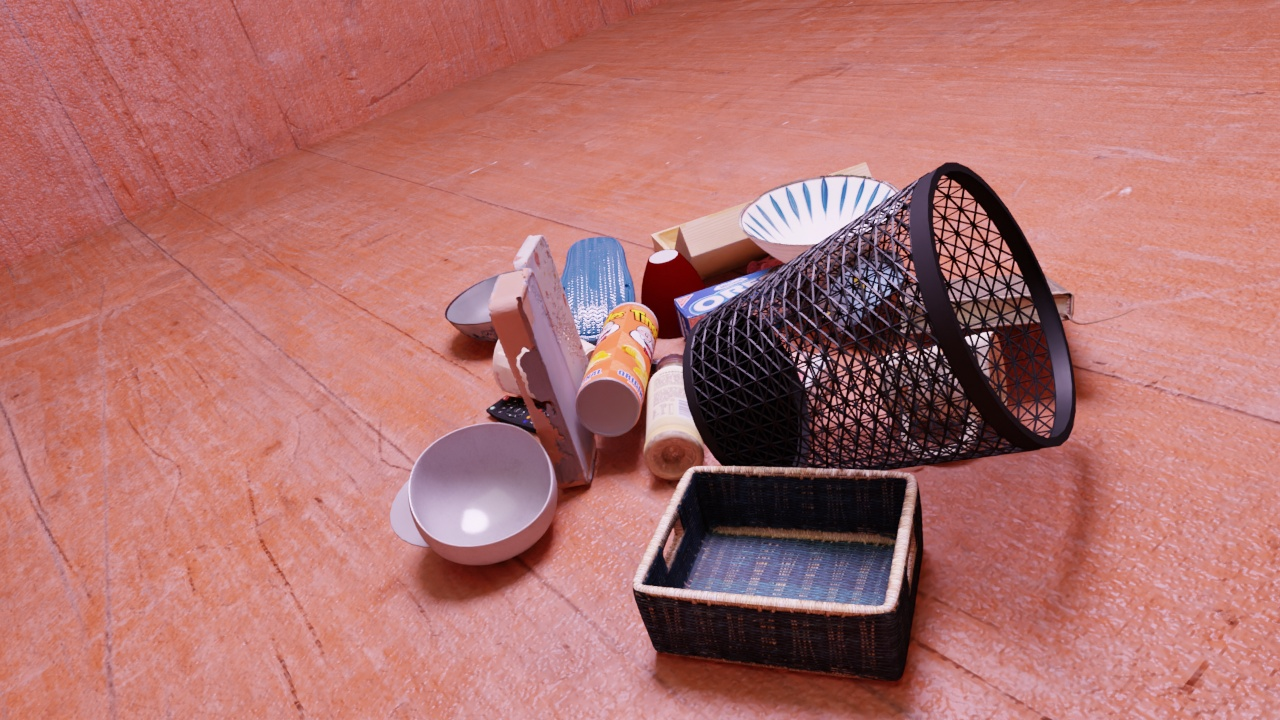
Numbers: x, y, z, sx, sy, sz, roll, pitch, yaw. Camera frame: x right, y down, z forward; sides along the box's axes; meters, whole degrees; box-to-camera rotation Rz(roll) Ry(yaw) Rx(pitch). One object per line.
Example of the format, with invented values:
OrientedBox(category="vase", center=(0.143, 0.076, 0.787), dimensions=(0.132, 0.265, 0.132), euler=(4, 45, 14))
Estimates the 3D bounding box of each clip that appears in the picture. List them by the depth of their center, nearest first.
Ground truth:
OrientedBox(category="clip", center=(0.162, -0.124, 1.186), dimensions=(0.057, 0.022, 0.035), euler=(-30, 27, -35))

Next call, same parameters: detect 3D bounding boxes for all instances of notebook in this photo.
OrientedBox(category="notebook", center=(0.350, -0.060, 0.890), dimensions=(0.190, 0.034, 0.215), euler=(-3, 9, 19))

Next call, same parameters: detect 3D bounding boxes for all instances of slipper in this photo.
OrientedBox(category="slipper", center=(-0.056, -0.090, 1.201), dimensions=(0.104, 0.059, 0.213), euler=(-3, 42, 4))

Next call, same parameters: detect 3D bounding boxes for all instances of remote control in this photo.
OrientedBox(category="remote control", center=(-0.121, 0.063, 1.012), dimensions=(0.125, 0.010, 0.039), euler=(15, 41, 43))

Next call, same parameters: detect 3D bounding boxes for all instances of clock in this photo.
OrientedBox(category="clock", center=(0.242, -0.077, 0.993), dimensions=(0.089, 0.051, 0.124), euler=(-49, -10, 37))

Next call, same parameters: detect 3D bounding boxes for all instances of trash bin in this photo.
OrientedBox(category="trash bin", center=(0.178, -0.005, 0.737), dimensions=(0.244, 0.217, 0.216), euler=(-24, 19, 40))

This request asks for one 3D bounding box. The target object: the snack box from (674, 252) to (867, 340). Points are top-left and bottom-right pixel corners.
OrientedBox(category="snack box", center=(0.156, -0.073, 1.063), dimensions=(0.226, 0.059, 0.059), euler=(-18, 33, -4))

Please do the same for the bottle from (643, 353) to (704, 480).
OrientedBox(category="bottle", center=(0.033, 0.050, 0.911), dimensions=(0.056, 0.056, 0.161), euler=(-11, 29, 9))

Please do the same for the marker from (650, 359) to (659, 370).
OrientedBox(category="marker", center=(-0.006, 0.006, 1.051), dimensions=(0.123, 0.015, 0.018), euler=(-1, 26, 21))

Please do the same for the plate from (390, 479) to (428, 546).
OrientedBox(category="plate", center=(-0.174, 0.122, 0.928), dimensions=(0.173, 0.019, 0.172), euler=(-12, 29, 7))

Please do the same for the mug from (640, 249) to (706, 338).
OrientedBox(category="mug", center=(0.037, -0.093, 1.123), dimensions=(0.087, 0.088, 0.114), euler=(-14, 29, 3))

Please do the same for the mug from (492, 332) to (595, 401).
OrientedBox(category="mug", center=(-0.107, 0.005, 1.017), dimensions=(0.104, 0.085, 0.111), euler=(13, 4, 25))

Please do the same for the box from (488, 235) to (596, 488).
OrientedBox(category="box", center=(-0.086, 0.001, 0.890), dimensions=(0.043, 0.216, 0.148), euler=(-14, 30, 7))

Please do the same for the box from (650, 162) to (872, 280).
OrientedBox(category="box", center=(0.156, -0.181, 1.228), dimensions=(0.247, 0.097, 0.261), euler=(-18, 13, -6))

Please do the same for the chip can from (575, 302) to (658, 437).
OrientedBox(category="chip can", center=(-0.020, 0.004, 0.958), dimensions=(0.062, 0.062, 0.210), euler=(-10, 22, 11))

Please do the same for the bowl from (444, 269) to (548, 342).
OrientedBox(category="bowl", center=(-0.177, -0.062, 1.211), dimensions=(0.151, 0.057, 0.150), euler=(-12, 29, 7))

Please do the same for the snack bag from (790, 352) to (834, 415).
OrientedBox(category="snack bag", center=(0.130, 0.021, 0.932), dimensions=(0.116, 0.036, 0.076), euler=(3, 33, 31))

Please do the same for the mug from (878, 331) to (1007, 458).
OrientedBox(category="mug", center=(0.267, 0.037, 0.817), dimensions=(0.097, 0.081, 0.121), euler=(-7, 55, 31))

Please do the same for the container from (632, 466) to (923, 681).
OrientedBox(category="container", center=(0.107, 0.151, 0.681), dimensions=(0.188, 0.071, 0.144), euler=(-1, 32, 25))

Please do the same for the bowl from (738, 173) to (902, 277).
OrientedBox(category="bowl", center=(0.202, -0.140, 1.022), dimensions=(0.177, 0.071, 0.177), euler=(-10, 31, 6))

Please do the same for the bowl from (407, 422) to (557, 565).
OrientedBox(category="bowl", center=(-0.141, 0.128, 0.839), dimensions=(0.132, 0.064, 0.131), euler=(-2, 51, 2))
